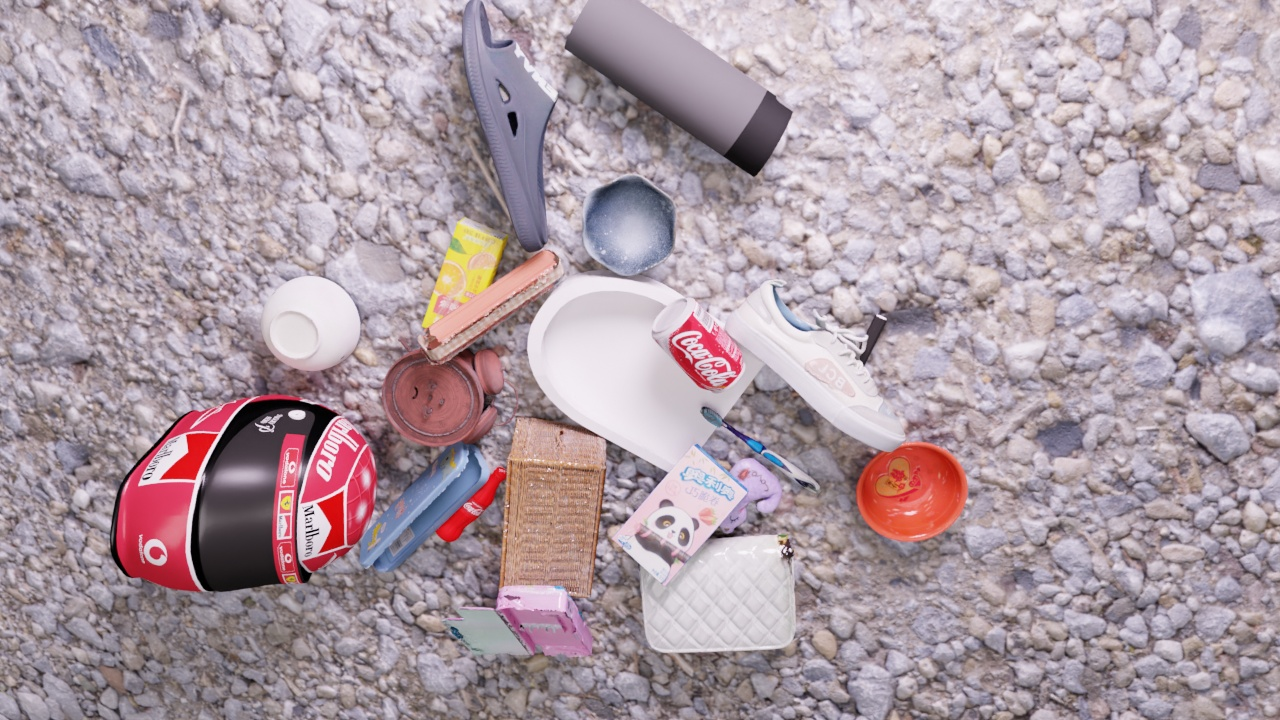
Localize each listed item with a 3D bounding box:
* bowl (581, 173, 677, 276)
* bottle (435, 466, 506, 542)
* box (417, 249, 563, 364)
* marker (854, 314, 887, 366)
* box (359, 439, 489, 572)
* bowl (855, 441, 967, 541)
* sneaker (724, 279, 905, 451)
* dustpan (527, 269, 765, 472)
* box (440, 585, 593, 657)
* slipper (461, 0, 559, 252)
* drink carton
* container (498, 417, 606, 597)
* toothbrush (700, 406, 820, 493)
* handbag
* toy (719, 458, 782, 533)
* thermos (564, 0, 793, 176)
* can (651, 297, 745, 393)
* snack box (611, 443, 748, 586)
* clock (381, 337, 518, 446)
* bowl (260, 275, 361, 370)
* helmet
[{"bbox_3d":[-0.011,-0.154,1.026,0.110,0.055,0.110,1,107,4],"label":"bowl"},{"bbox_3d":[-0.210,0.178,1.153,0.036,0.036,0.119,42,105,-9],"label":"bottle"},{"bbox_3d":[-0.169,-0.059,1.041,0.188,0.064,0.056,-34,62,-12],"label":"box"},{"bbox_3d":[0.258,0.005,1.080,0.021,0.017,0.124,22,106,-4],"label":"marker"},{"bbox_3d":[-0.280,0.179,1.138,0.210,0.059,0.068,-43,60,14],"label":"box"},{"bbox_3d":[0.323,0.151,1.108,0.130,0.045,0.131,1,108,3],"label":"bowl"},{"bbox_3d":[0.214,0.002,1.033,0.242,0.089,0.091,40,108,5],"label":"sneaker"},{"bbox_3d":[-0.006,0.006,1.077,0.257,0.053,0.192,33,106,-7],"label":"dustpan"},{"bbox_3d":[-0.151,0.325,1.126,0.159,0.035,0.231,-1,149,5],"label":"box"},{"bbox_3d":[-0.123,-0.250,0.977,0.083,0.110,0.268,-12,110,4],"label":"slipper"},{"bbox_3d":[-0.204,-0.091,1.064,0.058,0.043,0.135,22,108,-5],"label":"drink carton"},{"bbox_3d":[-0.106,0.179,1.107,0.112,0.113,0.199,6,110,-4],"label":"container"},{"bbox_3d":[0.147,0.111,1.113,0.189,0.017,0.016,35,107,-14],"label":"toothbrush"},{"bbox_3d":[0.097,0.288,1.153,0.195,0.072,0.139,-3,99,5],"label":"handbag"},{"bbox_3d":[0.124,0.171,1.131,0.080,0.036,0.100,40,104,-8],"label":"toy"},{"bbox_3d":[0.044,-0.295,0.964,0.240,0.082,0.082,33,106,-7],"label":"thermos"},{"bbox_3d":[0.066,-0.016,1.030,0.064,0.064,0.105,-39,112,14],"label":"can"},{"bbox_3d":[0.048,0.185,1.104,0.088,0.033,0.154,41,95,8],"label":"snack box"},{"bbox_3d":[-0.224,0.039,1.091,0.157,0.072,0.121,15,108,0],"label":"clock"},{"bbox_3d":[-0.395,-0.038,1.082,0.113,0.063,0.113,1,108,4],"label":"bowl"},{"bbox_3d":[-0.416,0.148,1.034,0.224,0.270,0.198,5,110,-4],"label":"helmet"}]
